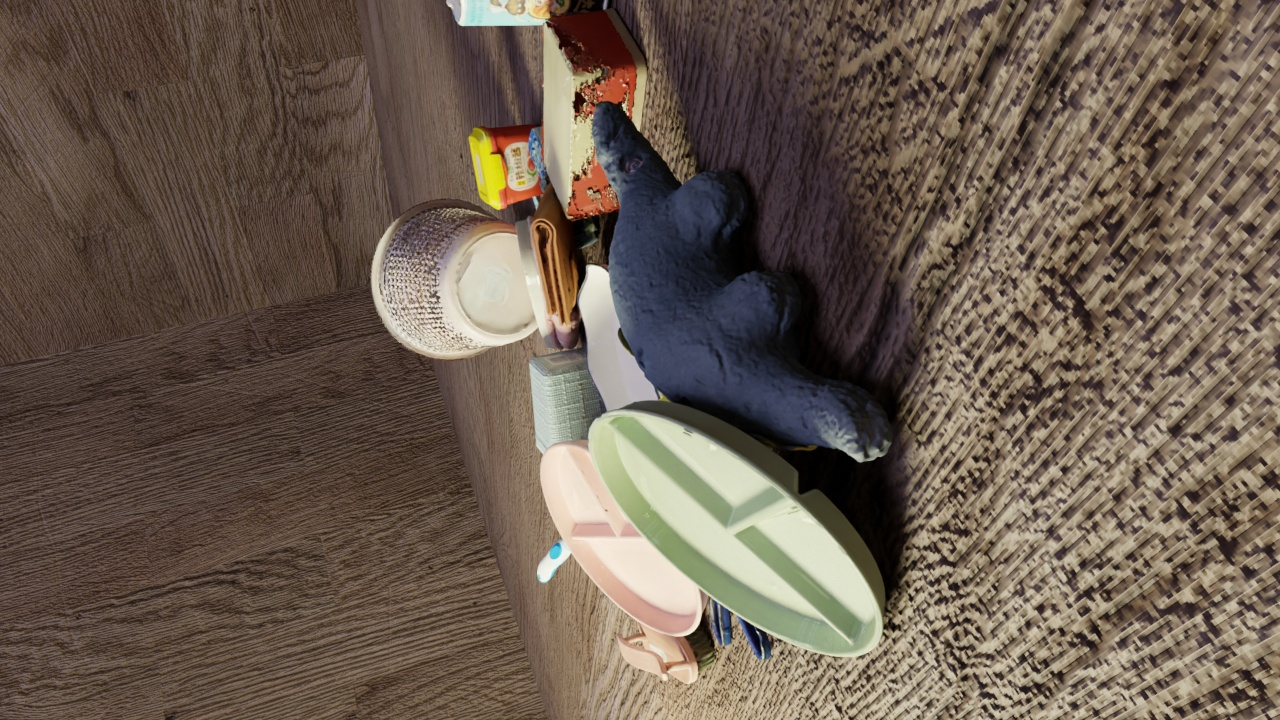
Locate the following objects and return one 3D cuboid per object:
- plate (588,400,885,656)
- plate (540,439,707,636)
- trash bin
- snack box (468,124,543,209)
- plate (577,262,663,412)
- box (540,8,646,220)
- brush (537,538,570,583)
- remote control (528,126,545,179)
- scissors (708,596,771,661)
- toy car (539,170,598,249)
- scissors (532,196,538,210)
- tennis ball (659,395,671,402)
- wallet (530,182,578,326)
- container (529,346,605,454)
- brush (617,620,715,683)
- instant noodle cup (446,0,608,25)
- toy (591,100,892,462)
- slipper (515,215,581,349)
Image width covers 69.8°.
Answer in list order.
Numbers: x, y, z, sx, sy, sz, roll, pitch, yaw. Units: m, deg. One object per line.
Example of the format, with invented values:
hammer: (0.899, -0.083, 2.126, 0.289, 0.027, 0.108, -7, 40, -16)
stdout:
plate: (0.061, 0.110, 0.608, 0.230, 0.027, 0.231, 34, 153, 20)
plate: (-0.017, 0.174, 0.916, 0.229, 0.028, 0.230, 34, 142, 31)
trash bin: (-0.219, -0.104, 1.211, 0.192, 0.227, 0.227, 11, 115, 58)
snack box: (-0.150, -0.229, 1.066, 0.082, 0.080, 0.091, -140, 38, -61)
plate: (-0.005, 0.005, 0.868, 0.205, 0.045, 0.205, 164, 90, -73)
box: (-0.051, -0.203, 0.782, 0.169, 0.076, 0.091, 99, 151, -54)
brush: (-0.065, 0.207, 1.118, 0.315, 0.109, 0.060, 109, 140, -61)
remote control: (-0.090, -0.194, 1.003, 0.049, 0.024, 0.125, 127, 122, -69)
scissors: (0.076, 0.202, 0.833, 0.175, 0.012, 0.163, -120, 22, -43)
toy car: (-0.071, -0.159, 0.947, 0.034, 0.043, 0.090, -19, -91, -73)
scissors: (-0.141, -0.224, 1.160, 0.093, 0.017, 0.137, -145, 39, -63)
tennis ball: (0.035, 0.053, 0.666, 0.065, 0.065, 0.065, 165, 90, -73)
wallet: (-0.079, -0.103, 0.872, 0.131, 0.031, 0.108, -86, -10, -65)
container: (-0.076, 0.049, 1.063, 0.090, 0.089, 0.111, -146, 48, -65)
brush: (0.026, 0.306, 0.978, 0.146, 0.073, 0.063, 172, 83, -71)
instant noodle cup: (-0.100, -0.323, 0.758, 0.111, 0.120, 0.111, 165, 90, -73)
toy: (0.039, -0.042, 0.614, 0.356, 0.091, 0.138, 60, 145, 35)
slipper: (-0.096, -0.084, 1.035, 0.275, 0.054, 0.114, 84, 176, -74)
